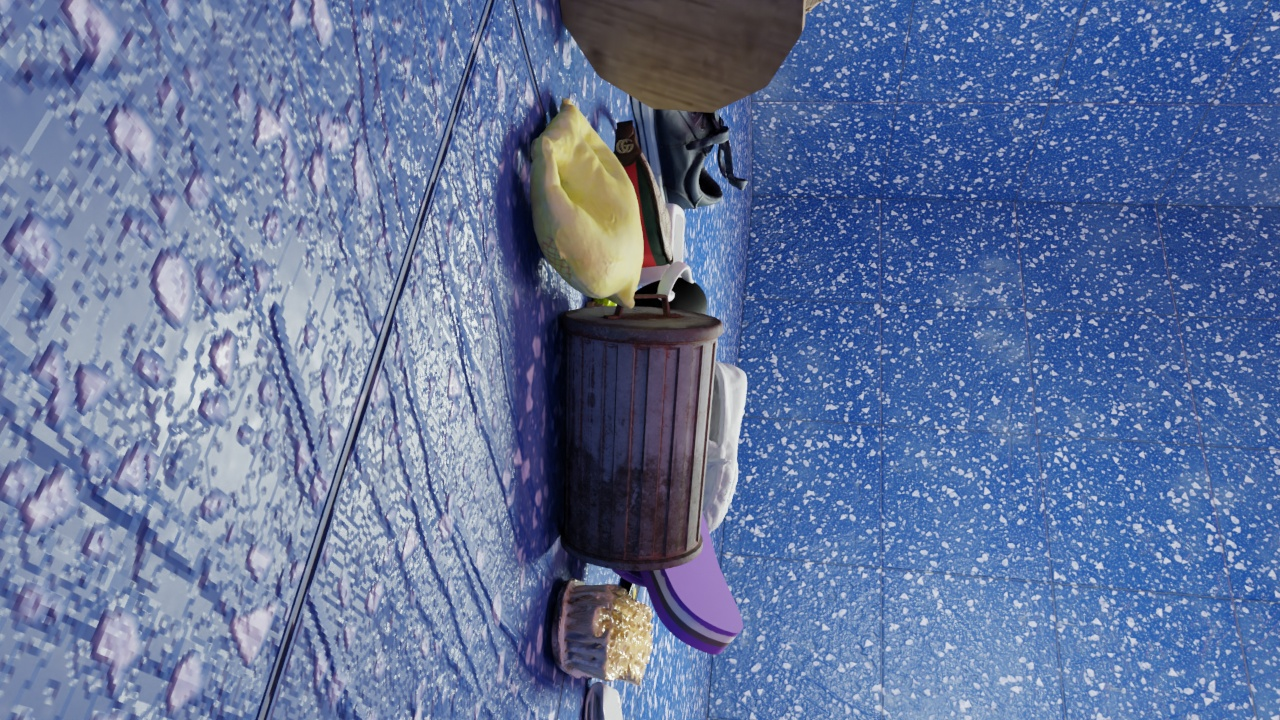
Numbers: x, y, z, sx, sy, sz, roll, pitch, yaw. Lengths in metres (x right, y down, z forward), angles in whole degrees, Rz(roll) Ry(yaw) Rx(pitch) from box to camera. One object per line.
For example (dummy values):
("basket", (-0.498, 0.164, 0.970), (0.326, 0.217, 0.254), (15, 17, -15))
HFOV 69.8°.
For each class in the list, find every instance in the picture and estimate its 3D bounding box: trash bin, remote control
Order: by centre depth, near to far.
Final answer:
("trash bin", (-0.003, 0.051, 0.760), (0.130, 0.131, 0.211), (-47, 141, -75))
("remote control", (-0.009, 0.264, 1.128), (0.151, 0.020, 0.041), (-71, 163, -55))

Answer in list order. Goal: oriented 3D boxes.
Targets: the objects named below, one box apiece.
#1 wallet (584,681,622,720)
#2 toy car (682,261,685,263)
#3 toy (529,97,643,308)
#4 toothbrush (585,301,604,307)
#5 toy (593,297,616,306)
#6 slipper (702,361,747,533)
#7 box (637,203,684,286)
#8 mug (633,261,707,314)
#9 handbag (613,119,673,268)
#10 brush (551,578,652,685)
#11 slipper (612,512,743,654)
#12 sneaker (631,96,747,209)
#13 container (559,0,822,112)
("wallet", (-0.039, 0.384, 0.963), (0.116, 0.032, 0.086), (70, 14, -62))
("toy car", (0.038, -0.112, 1.193), (0.100, 0.049, 0.051), (82, 14, -47))
("toy", (-0.039, -0.108, 0.681), (0.170, 0.065, 0.155), (-78, 149, -58))
("toothbrush", (-0.047, 0.029, 0.828), (0.016, 0.016, 0.166), (23, 71, -78))
("toy", (-0.026, -0.041, 0.874), (0.094, 0.036, 0.094), (76, 12, -45))
("slipper", (0.091, 0.115, 1.244), (0.112, 0.074, 0.246), (-21, -126, 59))
("box", (0.026, -0.093, 1.053), (0.110, 0.083, 0.190), (-27, 103, -78))
("mug", (0.029, -0.055, 0.942), (0.100, 0.085, 0.119), (-44, 159, -48))
("handbag", (-0.004, -0.163, 0.914), (0.166, 0.063, 0.138), (54, 31, -76))
("brush", (-0.032, 0.261, 0.869), (0.271, 0.057, 0.083), (70, 26, -67))
("slipper", (0.011, 0.192, 0.886), (0.084, 0.107, 0.266), (-52, -153, 15))
("sneaker", (0.058, -0.283, 1.044), (0.295, 0.127, 0.120), (78, 17, -52))
("container", (0.052, -0.329, 0.730), (0.195, 0.227, 0.227), (-68, 160, -44))
